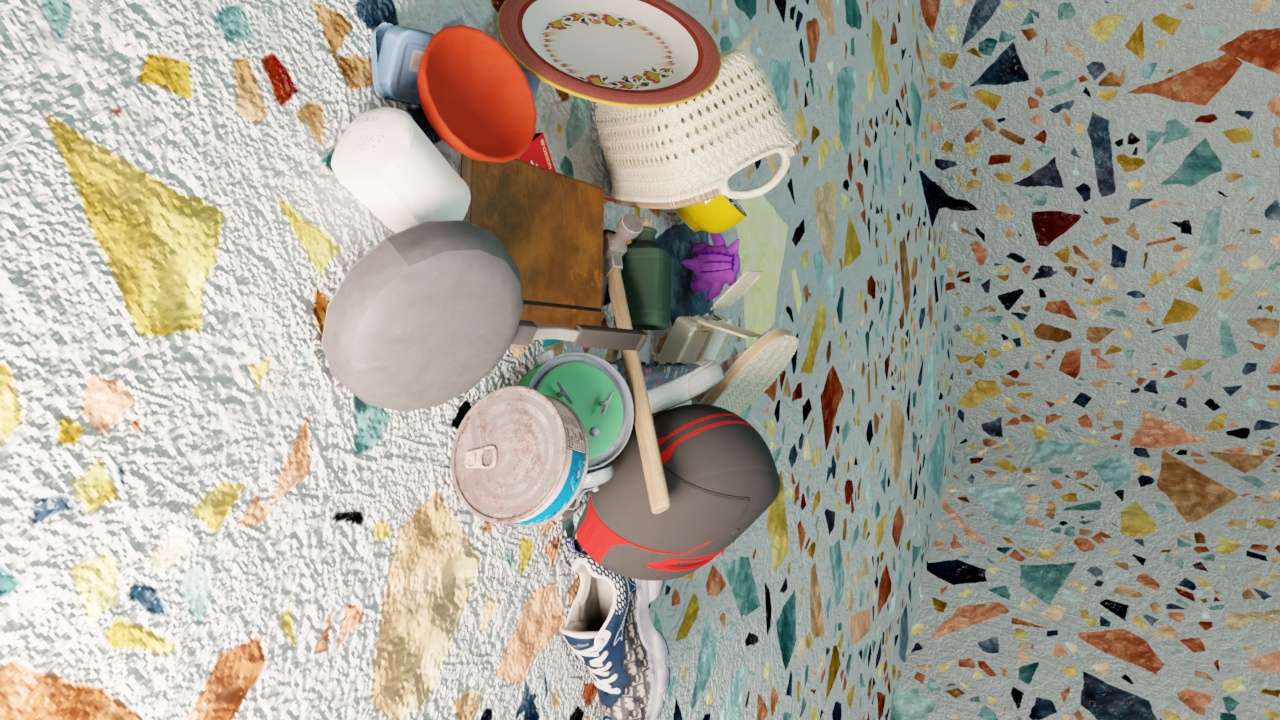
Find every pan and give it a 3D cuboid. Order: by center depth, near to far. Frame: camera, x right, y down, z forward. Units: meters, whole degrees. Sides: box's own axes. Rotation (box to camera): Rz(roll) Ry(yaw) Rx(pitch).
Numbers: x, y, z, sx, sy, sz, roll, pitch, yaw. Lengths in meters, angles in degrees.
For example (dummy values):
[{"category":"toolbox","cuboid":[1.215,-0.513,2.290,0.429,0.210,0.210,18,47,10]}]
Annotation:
[{"category":"pan","cuboid":[-0.112,-0.025,0.827,0.356,0.041,0.179,3,122,-49]}]

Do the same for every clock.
[{"category":"clock","cuboid":[-0.074,0.074,0.958,0.121,0.075,0.161,14,75,-24]}]

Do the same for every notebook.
[{"category":"notebook","cuboid":[-0.099,-0.105,0.932,0.248,0.014,0.178,1,91,-62]}]

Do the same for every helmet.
[{"category":"helmet","cuboid":[0.057,0.136,1.063,0.264,0.164,0.170,-7,129,-42]}]

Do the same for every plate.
[{"category":"plate","cuboid":[-0.031,-0.320,0.934,0.021,0.230,0.229,108,10,-48]}]

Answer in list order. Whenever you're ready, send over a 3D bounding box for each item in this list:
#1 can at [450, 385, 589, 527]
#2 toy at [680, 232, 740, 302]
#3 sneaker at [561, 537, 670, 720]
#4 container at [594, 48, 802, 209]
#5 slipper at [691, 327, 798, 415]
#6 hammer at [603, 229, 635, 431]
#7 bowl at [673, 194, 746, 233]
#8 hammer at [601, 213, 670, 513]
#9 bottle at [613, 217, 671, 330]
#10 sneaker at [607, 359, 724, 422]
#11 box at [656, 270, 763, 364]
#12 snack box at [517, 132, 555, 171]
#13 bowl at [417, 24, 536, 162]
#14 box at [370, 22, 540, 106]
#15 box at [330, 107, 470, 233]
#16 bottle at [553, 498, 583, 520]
[{"category":"can","cuboid":[-0.116,0.092,0.875,0.044,0.130,0.129,28,68,-59]},{"category":"toy","cuboid":[0.105,-0.137,1.317,0.055,0.088,0.106,8,85,-55]},{"category":"sneaker","cuboid":[-0.043,0.329,1.092,0.132,0.103,0.269,-4,96,-47]},{"category":"container","cuboid":[0.054,-0.261,1.054,0.184,0.246,0.143,-31,113,-19]},{"category":"slipper","cuboid":[0.107,0.051,1.243,0.263,0.052,0.115,-49,151,16]},{"category":"hammer","cuboid":[-0.015,-0.003,1.157,0.123,0.036,0.320,4,88,-56]},{"category":"bowl","cuboid":[0.083,-0.220,1.266,0.117,0.068,0.117,44,15,-15]},{"category":"hammer","cuboid":[-0.006,0.006,1.004,0.030,0.120,0.330,2,61,-30]},{"category":"bottle","cuboid":[0.004,-0.104,1.098,0.061,0.061,0.131,17,75,-72]},{"category":"sneaker","cuboid":[-0.004,0.031,1.096,0.234,0.088,0.079,-19,84,-35]},{"category":"box","cuboid":[0.109,-0.031,1.266,0.095,0.186,0.145,52,27,15]},{"category":"snack box","cuboid":[-0.123,-0.134,0.943,0.132,0.036,0.152,-56,138,-45]},{"category":"bowl","cuboid":[-0.148,-0.227,0.801,0.121,0.035,0.122,17,66,-45]},{"category":"box","cuboid":[-0.174,-0.266,0.860,0.209,0.049,0.066,-13,123,-59]},{"category":"box","cuboid":[-0.192,-0.123,0.779,0.162,0.085,0.112,48,42,-54]},{"category":"bottle","cuboid":[-0.097,0.158,1.014,0.109,0.036,0.036,22,73,-60]}]
